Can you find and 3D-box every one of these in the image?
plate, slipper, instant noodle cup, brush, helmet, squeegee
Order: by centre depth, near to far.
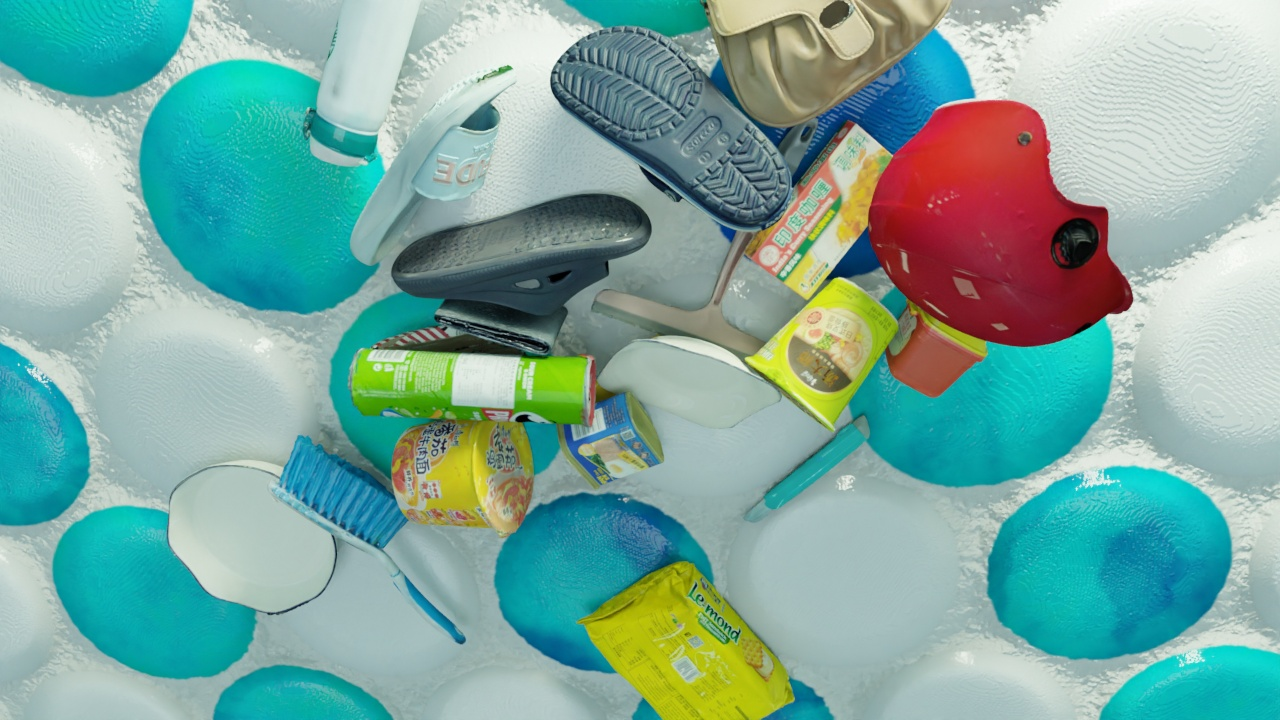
[{"bbox_3d":[0.292,-0.094,0.794,0.144,0.207,0.240,-38,99,1],"label":"helmet"},{"bbox_3d":[0.035,-0.210,0.844,0.253,0.095,0.105,39,87,11],"label":"slipper"},{"bbox_3d":[-0.193,-0.177,0.877,0.074,0.103,0.246,39,115,-8],"label":"slipper"},{"bbox_3d":[0.183,-0.012,0.897,0.111,0.111,0.123,39,92,-11],"label":"instant noodle cup"},{"bbox_3d":[0.109,-0.124,0.903,0.247,0.040,0.250,19,109,-20],"label":"squeegee"},{"bbox_3d":[-0.112,-0.096,0.910,0.268,0.110,0.083,-9,128,14],"label":"slipper"},{"bbox_3d":[0.049,0.015,0.930,0.163,0.034,0.165,21,156,-14],"label":"plate"},{"bbox_3d":[-0.193,0.119,0.988,0.110,0.137,0.138,-7,112,17],"label":"instant noodle cup"},{"bbox_3d":[-0.295,0.213,1.064,0.314,0.060,0.109,40,80,-25],"label":"brush"},{"bbox_3d":[-0.456,0.205,1.094,0.205,0.045,0.205,2,114,5],"label":"plate"}]

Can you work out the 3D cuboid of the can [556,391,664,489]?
[{"bbox_3d":[-0.031,0.085,0.979,0.083,0.057,0.102,-21,141,11],"label":"can"}]

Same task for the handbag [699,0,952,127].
[{"bbox_3d":[0.158,-0.300,0.789,0.205,0.099,0.148,-35,103,15],"label":"handbag"}]

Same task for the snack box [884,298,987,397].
[{"bbox_3d":[0.285,-0.018,0.905,0.082,0.091,0.080,29,119,-7],"label":"snack box"}]

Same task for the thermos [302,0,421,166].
[{"bbox_3d":[-0.255,-0.289,0.852,0.073,0.073,0.225,24,113,-5],"label":"thermos"}]

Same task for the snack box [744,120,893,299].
[{"bbox_3d":[0.177,-0.141,0.874,0.077,0.027,0.156,32,103,-23],"label":"snack box"}]

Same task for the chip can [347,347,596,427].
[{"bbox_3d":[-0.163,0.026,0.913,0.236,0.072,0.072,2,113,3],"label":"chip can"}]

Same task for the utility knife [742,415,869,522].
[{"bbox_3d":[0.183,0.124,1.014,0.029,0.013,0.183,44,109,-9],"label":"utility knife"}]

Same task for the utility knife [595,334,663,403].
[{"bbox_3d":[-0.006,0.006,0.981,0.202,0.015,0.033,-37,127,18],"label":"utility knife"}]

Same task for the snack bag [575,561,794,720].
[{"bbox_3d":[0.058,0.359,1.098,0.158,0.068,0.246,-35,105,18],"label":"snack bag"}]

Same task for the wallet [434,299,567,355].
[{"bbox_3d":[-0.139,-0.046,0.927,0.121,0.097,0.019,16,115,-2],"label":"wallet"}]

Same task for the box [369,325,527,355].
[{"bbox_3d":[-0.200,0.009,0.967,0.162,0.075,0.086,-11,81,6],"label":"box"}]
